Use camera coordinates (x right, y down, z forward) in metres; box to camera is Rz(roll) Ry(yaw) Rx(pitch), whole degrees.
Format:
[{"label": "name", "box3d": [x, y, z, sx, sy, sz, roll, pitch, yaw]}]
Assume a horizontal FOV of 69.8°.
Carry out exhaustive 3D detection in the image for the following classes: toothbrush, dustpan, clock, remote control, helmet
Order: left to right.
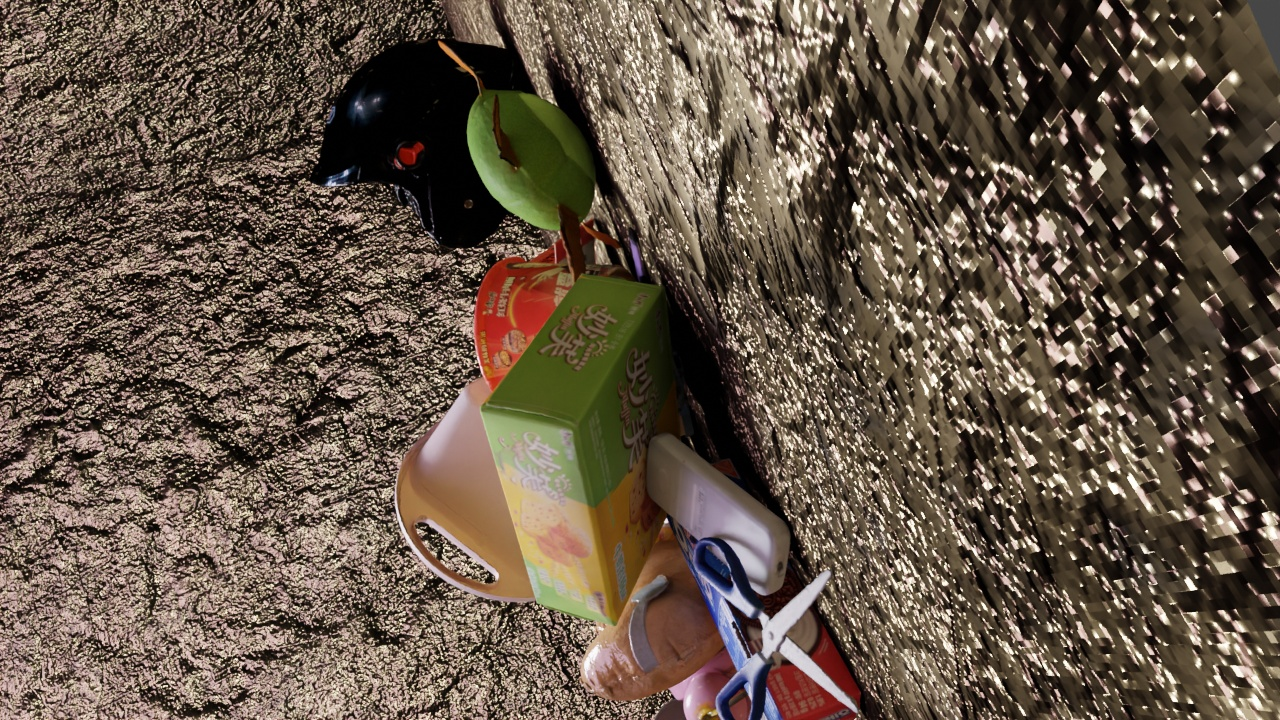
[{"label": "helmet", "box3d": [-0.250, -0.265, 1.095, 0.233, 0.274, 0.230, -141, 53, -63]}, {"label": "dustpan", "box3d": [-0.103, 0.108, 0.891, 0.222, 0.139, 0.272, 35, -164, 13]}, {"label": "toothbrush", "box3d": [0.009, -0.043, 0.757, 0.014, 0.016, 0.189, 49, 164, 35]}, {"label": "remote control", "box3d": [0.049, 0.100, 0.618, 0.136, 0.020, 0.056, 35, 132, 46]}, {"label": "clock", "box3d": [0.084, 0.255, 0.746, 0.060, 0.117, 0.158, 55, 176, 14]}]

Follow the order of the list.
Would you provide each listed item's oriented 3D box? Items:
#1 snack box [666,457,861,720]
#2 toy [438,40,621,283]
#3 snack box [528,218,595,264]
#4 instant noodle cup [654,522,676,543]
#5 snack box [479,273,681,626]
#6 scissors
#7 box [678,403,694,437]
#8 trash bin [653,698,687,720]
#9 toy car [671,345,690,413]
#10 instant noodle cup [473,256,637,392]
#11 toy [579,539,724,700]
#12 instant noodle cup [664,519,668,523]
[{"label": "snack box", "box3d": [0.077, 0.164, 0.644, 0.057, 0.058, 0.207, 86, 163, -45]}, {"label": "toy", "box3d": [-0.089, -0.168, 0.756, 0.227, 0.090, 0.246, 53, -174, -28]}, {"label": "snack box", "box3d": [-0.082, -0.073, 0.951, 0.113, 0.044, 0.127, -50, -40, -63]}, {"label": "instant noodle cup", "box3d": [0.054, 0.224, 0.886, 0.138, 0.138, 0.109, 71, -177, -51]}, {"label": "snack box", "box3d": [-0.031, 0.066, 0.670, 0.157, 0.070, 0.210, -59, -29, -44]}, {"label": "scissors", "box3d": [0.073, 0.166, 0.551, 0.176, 0.012, 0.163, 48, 134, 52]}, {"label": "box", "box3d": [-0.005, 0.005, 0.887, 0.184, 0.059, 0.090, 63, 176, 21]}, {"label": "trash bin", "box3d": [0.114, 0.430, 0.894, 0.198, 0.199, 0.220, -119, 13, -44]}, {"label": "toy car", "box3d": [0.008, -0.008, 0.740, 0.054, 0.036, 0.121, 39, 155, 52]}, {"label": "instant noodle cup", "box3d": [-0.062, -0.027, 0.795, 0.137, 0.109, 0.138, -2, -90, -65]}, {"label": "toy", "box3d": [0.019, 0.196, 0.771, 0.225, 0.143, 0.082, -75, -40, -78]}, {"label": "instant noodle cup", "box3d": [0.079, 0.228, 1.030, 0.138, 0.060, 0.173, 84, 161, -77]}]
